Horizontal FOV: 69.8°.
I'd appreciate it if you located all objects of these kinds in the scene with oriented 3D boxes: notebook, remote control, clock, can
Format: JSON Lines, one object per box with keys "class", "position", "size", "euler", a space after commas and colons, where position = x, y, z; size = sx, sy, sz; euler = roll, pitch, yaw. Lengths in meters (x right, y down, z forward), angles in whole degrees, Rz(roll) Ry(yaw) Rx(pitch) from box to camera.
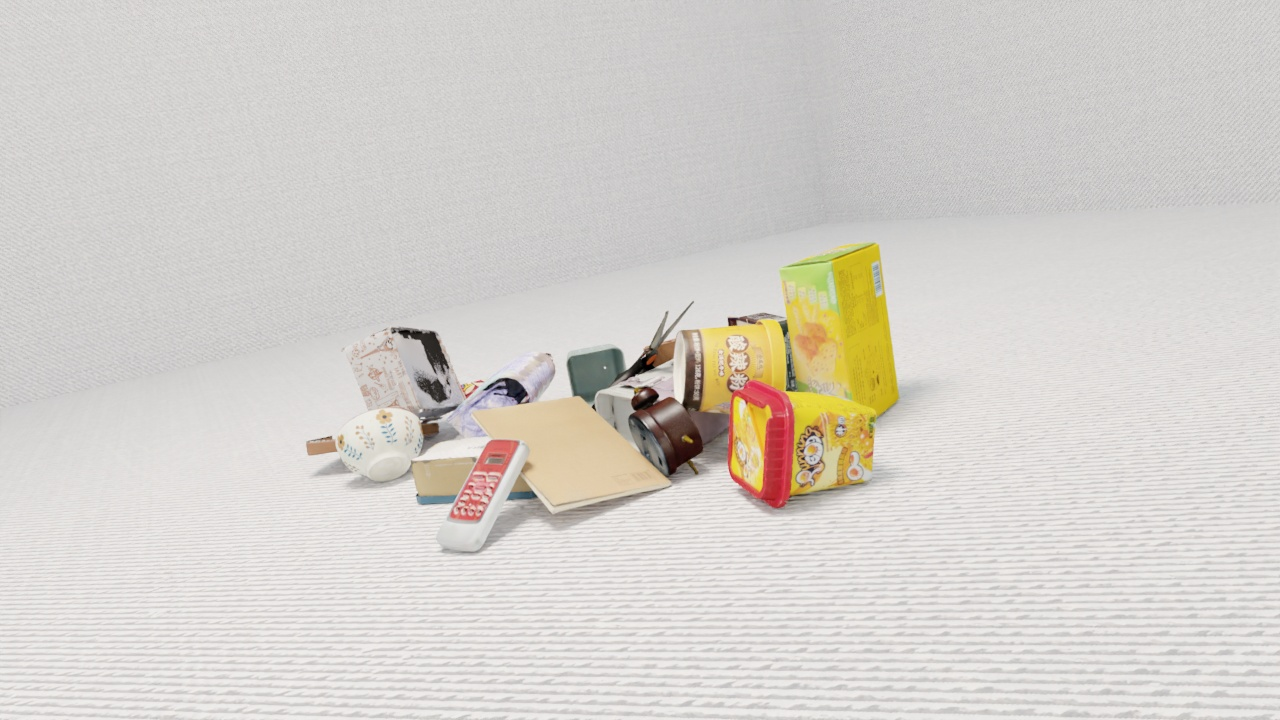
{"class": "notebook", "position": [-0.083, 0.099, 1.047], "size": [0.149, 0.012, 0.211], "euler": [-7, 29, -33]}
{"class": "remote control", "position": [-0.164, 0.138, 0.962], "size": [0.056, 0.020, 0.135], "euler": [0, 48, 30]}
{"class": "clock", "position": [0.022, 0.078, 1.051], "size": [0.055, 0.082, 0.122], "euler": [-29, 47, -16]}
{"class": "can", "position": [-0.246, 0.055, 1.518], "size": [0.132, 0.053, 0.053], "euler": [-13, 12, -17]}

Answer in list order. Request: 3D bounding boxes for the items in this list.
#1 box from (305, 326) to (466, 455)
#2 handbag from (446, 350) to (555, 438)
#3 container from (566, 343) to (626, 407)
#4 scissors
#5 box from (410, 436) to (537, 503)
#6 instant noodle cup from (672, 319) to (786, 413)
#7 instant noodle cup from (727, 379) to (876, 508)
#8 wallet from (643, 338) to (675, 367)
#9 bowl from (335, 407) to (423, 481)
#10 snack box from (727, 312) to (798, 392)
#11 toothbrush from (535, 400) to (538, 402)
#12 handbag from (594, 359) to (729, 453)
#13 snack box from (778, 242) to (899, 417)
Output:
{"class": "box", "position": [-0.386, 0.059, 1.354], "size": [0.193, 0.156, 0.183], "euler": [-22, -5, 10]}
{"class": "handbag", "position": [-0.200, 0.055, 1.365], "size": [0.134, 0.075, 0.193], "euler": [-37, 7, 14]}
{"class": "container", "position": [-0.070, 0.022, 1.450], "size": [0.090, 0.090, 0.111], "euler": [-11, 9, -6]}
{"class": "scissors", "position": [0.003, 0.005, 1.250], "size": [0.222, 0.021, 0.210], "euler": [-46, -16, 6]}
{"class": "box", "position": [-0.191, 0.130, 1.106], "size": [0.185, 0.060, 0.089], "euler": [-7, 11, 21]}
{"class": "instant noodle cup", "position": [0.100, 0.011, 1.063], "size": [0.114, 0.118, 0.118], "euler": [1, 11, -5]}
{"class": "instant noodle cup", "position": [0.164, 0.081, 0.931], "size": [0.123, 0.116, 0.116], "euler": [-1, 9, -17]}
{"class": "wallet", "position": [0.071, 0.009, 1.321], "size": [0.101, 0.115, 0.020], "euler": [-15, 39, 19]}
{"class": "bowl", "position": [-0.340, 0.120, 1.214], "size": [0.113, 0.114, 0.062], "euler": [-14, 56, -18]}
{"class": "snack box", "position": [0.178, -0.007, 1.313], "size": [0.053, 0.113, 0.126], "euler": [-12, 12, -14]}
{"class": "toothbrush", "position": [-0.175, 0.090, 1.388], "size": [0.016, 0.016, 0.180], "euler": [-14, 11, 10]}
{"class": "handbag", "position": [0.055, 0.052, 1.194], "size": [0.145, 0.098, 0.196], "euler": [5, 19, 35]}
{"class": "snack box", "position": [0.246, -0.029, 1.120], "size": [0.070, 0.210, 0.157], "euler": [-3, 13, 36]}
